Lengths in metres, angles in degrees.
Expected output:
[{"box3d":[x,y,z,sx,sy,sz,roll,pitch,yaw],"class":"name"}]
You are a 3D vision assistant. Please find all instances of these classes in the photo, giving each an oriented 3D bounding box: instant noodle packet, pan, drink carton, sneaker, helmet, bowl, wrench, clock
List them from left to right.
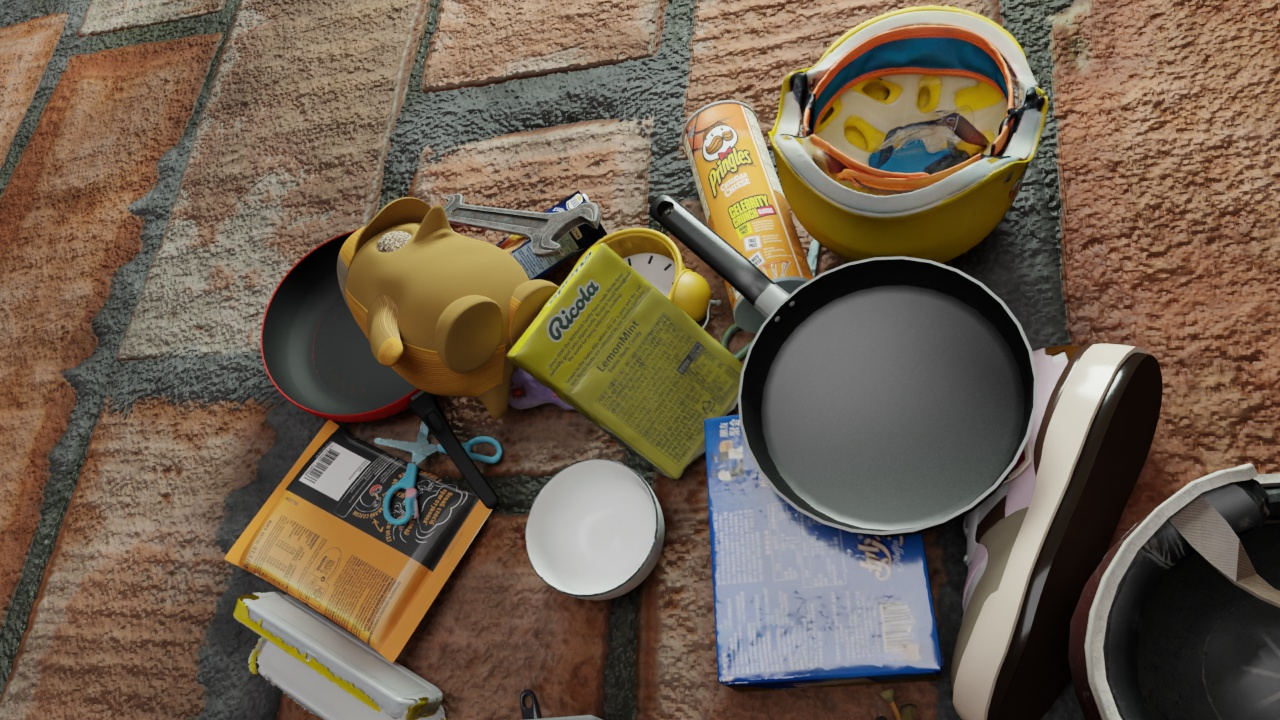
[{"box3d":[-0.261,0.157,0.844,0.221,0.032,0.159,20,65,26],"class":"instant noodle packet"},{"box3d":[-0.227,0.013,0.882,0.208,0.067,0.356,-37,65,-8],"class":"pan"},{"box3d":[-0.137,-0.138,0.904,0.274,0.010,0.070,16,59,46],"class":"wrench"},{"box3d":[-0.098,-0.112,0.899,0.130,0.040,0.064,-32,24,2],"class":"drink carton"},{"box3d":[-0.044,0.413,0.658,0.199,0.021,0.356,-24,59,7],"class":"pan"},{"box3d":[-0.032,0.144,0.755,0.113,0.063,0.113,-8,63,16],"class":"bowl"},{"box3d":[-0.001,-0.058,0.849,0.113,0.052,0.152,-43,55,-4],"class":"clock"},{"box3d":[0.127,-0.021,0.695,0.204,0.044,0.355,-46,59,2],"class":"pan"},{"box3d":[0.223,-0.172,0.775,0.209,0.140,0.239,12,56,23],"class":"helmet"},{"box3d":[0.262,0.112,0.654,0.117,0.111,0.293,11,70,47],"class":"sneaker"},{"box3d":[0.356,0.158,0.498,0.234,0.253,0.233,-39,53,16],"class":"helmet"}]

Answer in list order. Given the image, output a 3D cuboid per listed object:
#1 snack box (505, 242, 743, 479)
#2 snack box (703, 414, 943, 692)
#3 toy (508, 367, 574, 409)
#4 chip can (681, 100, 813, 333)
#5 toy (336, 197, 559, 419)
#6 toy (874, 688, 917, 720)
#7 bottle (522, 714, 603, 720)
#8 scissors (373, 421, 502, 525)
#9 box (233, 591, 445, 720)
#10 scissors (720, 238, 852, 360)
[{"box3d":[-0.005,0.004,0.770,0.181,0.045,0.121,39,81,-14],"class":"snack box"},{"box3d":[0.134,0.138,0.695,0.155,0.069,0.202,-10,63,16],"class":"snack box"},{"box3d":[-0.081,0.009,0.851,0.100,0.036,0.080,-5,72,20],"class":"toy"},{"box3d":[0.096,-0.133,0.825,0.075,0.075,0.214,-19,57,10],"class":"chip can"},{"box3d":[-0.182,-0.062,0.804,0.203,0.198,0.163,32,124,31],"class":"toy"},{"box3d":[0.187,0.272,0.620,0.076,0.062,0.100,-38,52,22],"class":"toy"},{"box3d":[-0.109,0.320,0.696,0.174,0.046,0.083,-10,59,17],"class":"bottle"},{"box3d":[-0.190,0.093,0.851,0.136,0.015,0.135,-6,50,3],"class":"scissors"},{"box3d":[-0.264,0.264,0.774,0.210,0.080,0.079,20,71,26],"class":"box"},{"box3d":[0.138,-0.051,0.815,0.139,0.028,0.170,7,64,25],"class":"scissors"}]
